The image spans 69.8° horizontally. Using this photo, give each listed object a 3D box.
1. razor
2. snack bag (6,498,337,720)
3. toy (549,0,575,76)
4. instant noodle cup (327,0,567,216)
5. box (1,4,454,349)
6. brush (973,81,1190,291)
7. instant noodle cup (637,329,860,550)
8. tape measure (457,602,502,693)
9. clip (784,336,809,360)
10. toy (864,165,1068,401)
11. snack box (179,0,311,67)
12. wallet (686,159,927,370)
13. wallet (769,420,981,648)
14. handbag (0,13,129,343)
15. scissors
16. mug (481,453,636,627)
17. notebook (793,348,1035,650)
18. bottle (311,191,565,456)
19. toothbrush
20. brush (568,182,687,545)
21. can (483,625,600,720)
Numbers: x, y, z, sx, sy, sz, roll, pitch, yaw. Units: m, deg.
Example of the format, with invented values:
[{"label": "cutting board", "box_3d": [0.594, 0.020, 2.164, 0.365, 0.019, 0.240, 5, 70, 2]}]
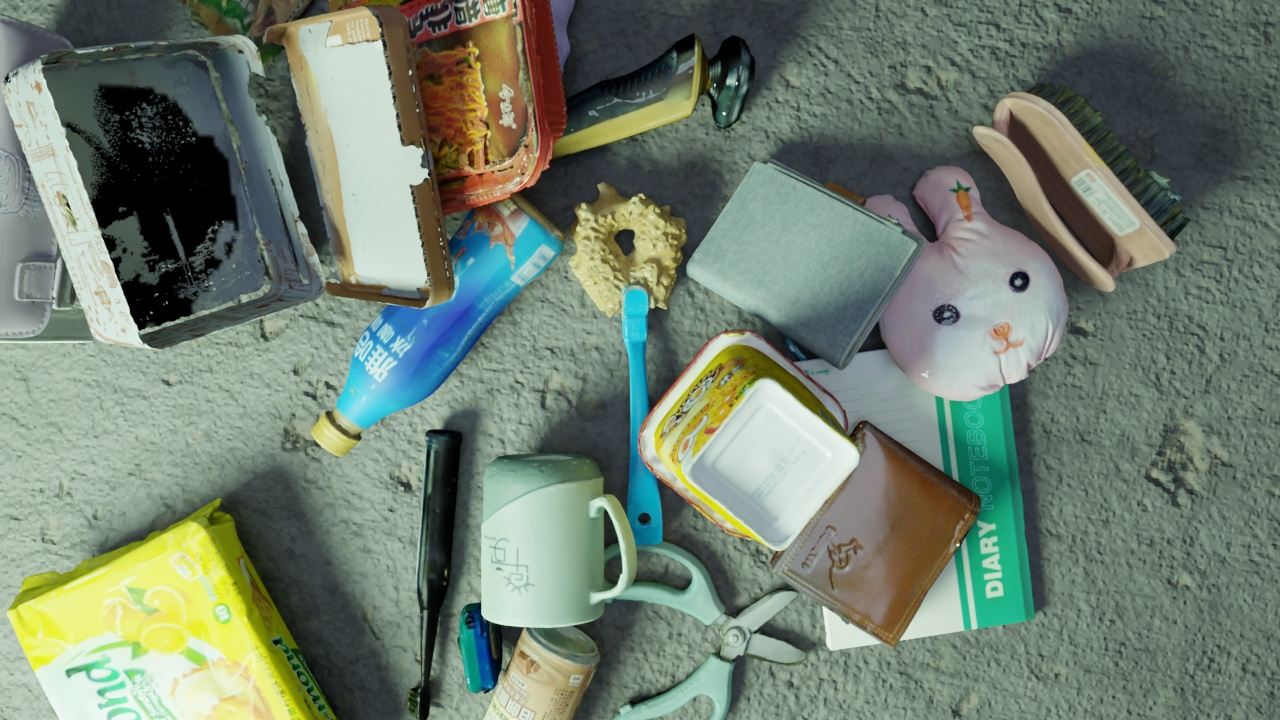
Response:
[{"label": "razor", "box_3d": [-0.001, -0.172, 0.629, 0.167, 0.062, 0.068, -18, 123, 8]}, {"label": "snack bag", "box_3d": [-0.313, 0.231, 0.647, 0.158, 0.068, 0.246, -26, 92, 2]}, {"label": "toy", "box_3d": [-0.077, -0.235, 0.630, 0.084, 0.039, 0.108, 11, 98, 16]}, {"label": "instant noodle cup", "box_3d": [-0.118, -0.186, 0.591, 0.165, 0.079, 0.189, -6, 93, 34]}, {"label": "box", "box_3d": [-0.244, -0.103, 0.547, 0.198, 0.157, 0.181, 8, 114, 38]}, {"label": "brush", "box_3d": [0.288, -0.119, 0.612, 0.073, 0.063, 0.145, -40, 90, -7]}, {"label": "instant noodle cup", "box_3d": [0.070, 0.053, 0.568, 0.116, 0.123, 0.116, 39, 92, -6]}, {"label": "tape measure", "box_3d": [-0.113, 0.198, 0.645, 0.025, 0.054, 0.058, -7, 92, -1]}, {"label": "clip", "box_3d": [0.116, 0.009, 0.649, 0.045, 0.014, 0.057, -41, 94, 5]}, {"label": "toy", "box_3d": [0.208, -0.054, 0.614, 0.121, 0.054, 0.159, -27, 73, 2]}, {"label": "snack box", "box_3d": [-0.280, -0.288, 0.607, 0.105, 0.117, 0.118, 39, 91, 12]}, {"label": "wallet", "box_3d": [0.111, -0.070, 0.619, 0.130, 0.037, 0.106, 34, 92, 24]}, {"label": "wallet", "box_3d": [0.159, 0.117, 0.625, 0.101, 0.032, 0.124, 32, 93, -2]}, {"label": "handbag", "box_3d": [-0.410, -0.112, 0.594, 0.098, 0.145, 0.197, 11, 93, 4]}, {"label": "scissors", "box_3d": [0.027, 0.215, 0.660, 0.170, 0.019, 0.181, 21, 92, 0]}, {"label": "mug", "box_3d": [-0.054, 0.118, 0.617, 0.112, 0.082, 0.106, 0, 88, 29]}, {"label": "notebook", "box_3d": [0.193, 0.093, 0.645, 0.150, 0.012, 0.209, -9, 95, -1]}, {"label": "bottle", "box_3d": [-0.144, -0.023, 0.631, 0.065, 0.065, 0.219, 42, 94, -1]}, {"label": "toothbrush", "box_3d": [-0.150, 0.156, 0.660, 0.027, 0.026, 0.212, 9, 95, 36]}, {"label": "brush", "box_3d": [-0.004, 0.004, 0.636, 0.083, 0.046, 0.254, -4, 93, -5]}, {"label": "can", "box_3d": [-0.076, 0.245, 0.644, 0.058, 0.058, 0.116, 24, 93, 0]}]
